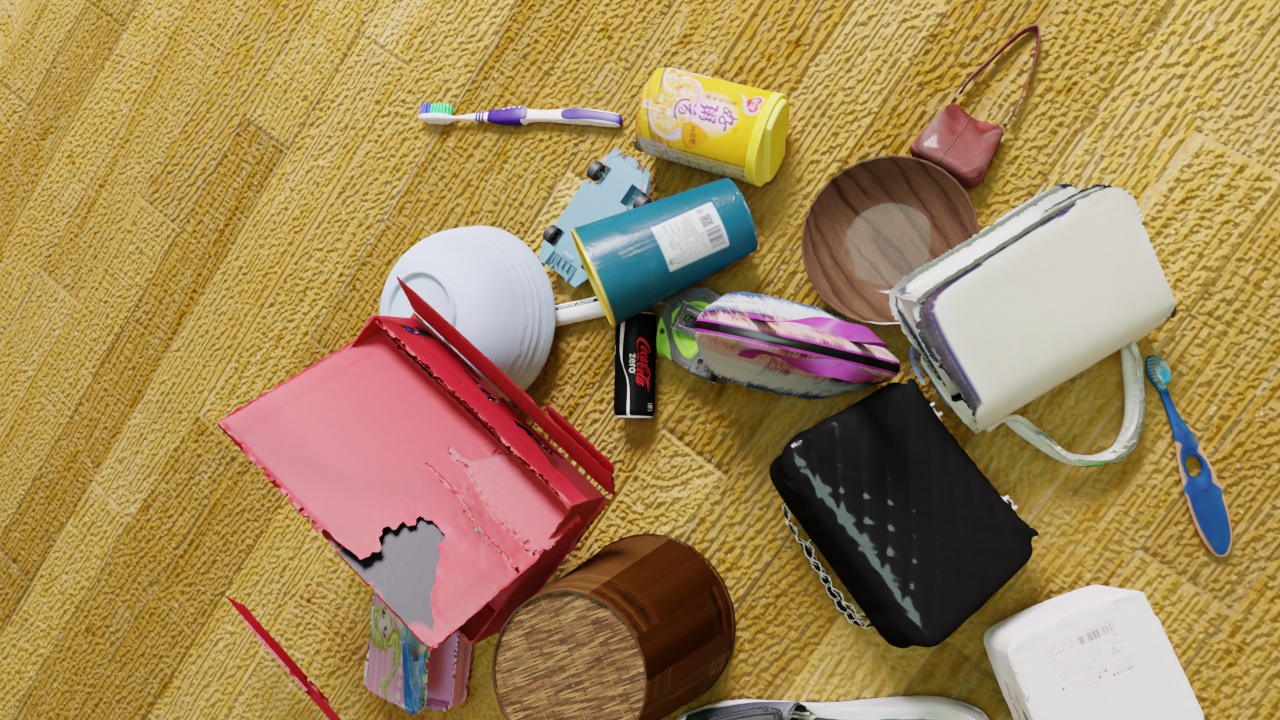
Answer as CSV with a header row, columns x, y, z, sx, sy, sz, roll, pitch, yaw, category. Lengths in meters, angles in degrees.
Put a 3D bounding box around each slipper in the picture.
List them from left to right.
x,y,z,sx,sy,sz,roll,pitch,yaw,category
0.113,0.289,0.631,0.264,0.063,0.111,-10,83,15,slipper

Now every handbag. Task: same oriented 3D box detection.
x,y,z,sx,sy,sz,roll,pitch,yaw,category
0.105,-0.008,0.590,0.144,0.170,0.068,13,91,-5,handbag
0.175,0.103,0.624,0.125,0.115,0.153,-33,72,-11,handbag
0.244,-0.183,0.642,0.055,0.029,0.119,34,92,15,handbag
0.263,-0.008,0.596,0.151,0.074,0.176,-32,101,2,handbag

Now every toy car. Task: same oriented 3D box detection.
x,y,z,sx,sy,sz,roll,pitch,yaw,category
-0.031,-0.110,0.724,0.060,0.027,0.108,38,100,17,toy car

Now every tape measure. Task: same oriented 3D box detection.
x,y,z,sx,sy,sz,roll,pitch,yaw,category
0.042,-0.023,0.689,0.059,0.035,0.065,23,94,19,tape measure

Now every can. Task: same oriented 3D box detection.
x,y,z,sx,sy,sz,roll,pitch,yaw,category
-0.004,0.004,0.704,0.031,0.031,0.080,0,86,18,can
0.053,-0.174,0.680,0.105,0.067,0.067,20,92,19,can

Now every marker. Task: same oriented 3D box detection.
x,y,z,sx,sy,sz,roll,pitch,yaw,category
-0.044,-0.041,0.730,0.134,0.017,0.020,-11,46,17,marker

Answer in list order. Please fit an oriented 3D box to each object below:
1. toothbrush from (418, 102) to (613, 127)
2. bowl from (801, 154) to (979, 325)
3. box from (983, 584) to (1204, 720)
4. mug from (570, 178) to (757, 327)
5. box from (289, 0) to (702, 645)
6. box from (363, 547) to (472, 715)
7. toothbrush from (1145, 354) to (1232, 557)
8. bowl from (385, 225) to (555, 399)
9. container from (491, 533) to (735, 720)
x,y,z,sx,sy,sz,roll,pitch,yaw,category
-0.102,-0.203,0.761,0.187,0.015,0.016,6,83,18,toothbrush
0.176,-0.083,0.651,0.119,0.032,0.119,-2,85,18,bowl
0.283,0.205,0.594,0.102,0.102,0.108,-22,85,-2,box
0.019,-0.084,0.671,0.121,0.078,0.078,-24,78,-3,mug
-0.101,-0.014,0.546,0.213,0.127,0.427,41,137,18,box
-0.177,0.161,0.734,0.085,0.063,0.230,5,88,18,box
0.353,0.060,0.590,0.021,0.017,0.135,-17,81,15,toothbrush
-0.149,-0.035,0.719,0.151,0.074,0.150,1,92,27,bowl
-0.018,0.193,0.624,0.132,0.167,0.132,-1,85,18,container
